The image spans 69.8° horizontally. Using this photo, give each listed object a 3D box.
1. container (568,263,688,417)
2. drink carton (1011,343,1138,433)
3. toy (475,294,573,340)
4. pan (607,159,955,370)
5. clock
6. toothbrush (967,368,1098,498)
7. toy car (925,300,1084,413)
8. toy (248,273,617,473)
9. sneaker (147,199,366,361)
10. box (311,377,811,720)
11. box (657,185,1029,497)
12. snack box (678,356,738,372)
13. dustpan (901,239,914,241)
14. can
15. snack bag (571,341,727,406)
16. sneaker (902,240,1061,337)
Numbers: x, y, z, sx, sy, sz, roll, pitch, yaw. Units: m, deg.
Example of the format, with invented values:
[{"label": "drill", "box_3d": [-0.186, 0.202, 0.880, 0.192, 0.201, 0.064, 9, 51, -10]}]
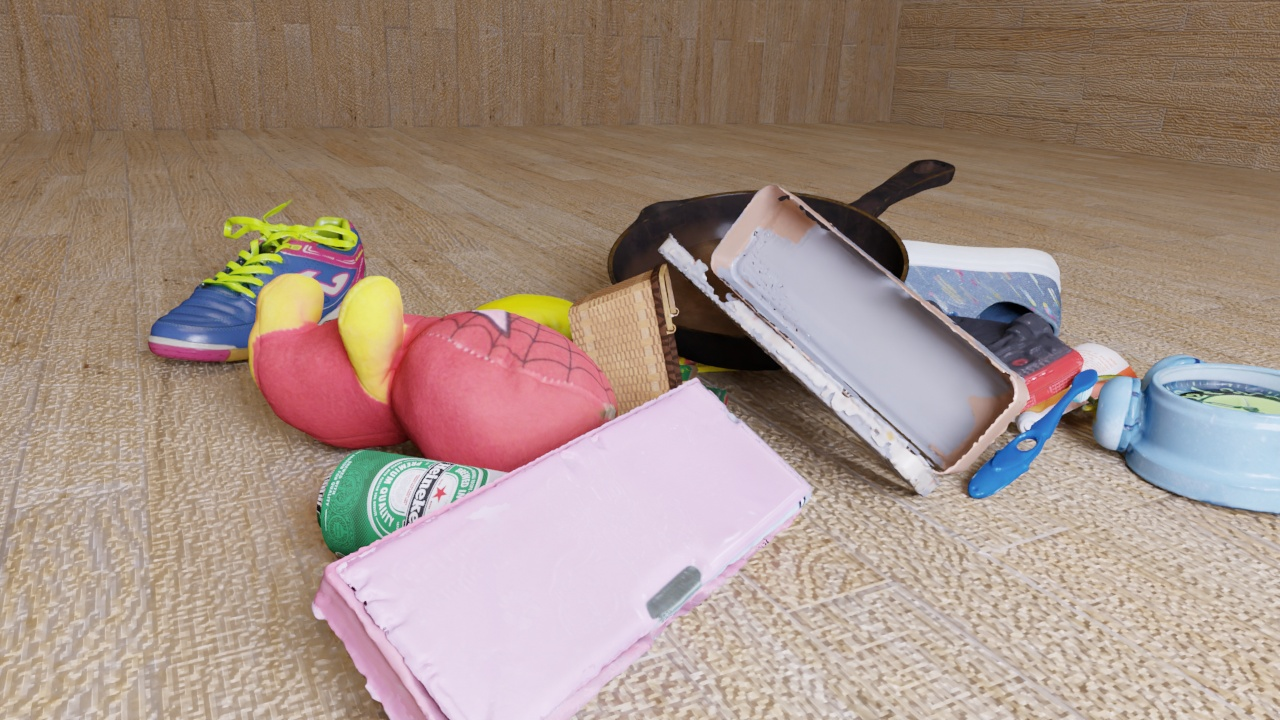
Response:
[{"label": "container", "box_3d": [-0.003, 0.003, 0.562, 0.061, 0.114, 0.063, -9, 12, 6]}, {"label": "drink carton", "box_3d": [0.288, 0.023, 0.652, 0.122, 0.039, 0.069, -17, 20, -27]}, {"label": "toy", "box_3d": [-0.092, -0.034, 0.757, 0.095, 0.041, 0.094, 0, 15, -6]}, {"label": "pan", "box_3d": [0.139, -0.091, 0.749, 0.355, 0.043, 0.249, -28, 42, -29]}, {"label": "clock", "box_3d": [0.349, 0.040, 0.564, 0.117, 0.060, 0.162, -14, 21, -35]}, {"label": "toothbrush", "box_3d": [0.237, 0.045, 0.552, 0.132, 0.016, 0.021, -36, 43, -25]}, {"label": "toy car", "box_3d": [0.216, -0.001, 0.655, 0.081, 0.056, 0.189, -23, 18, -16]}, {"label": "toy", "box_3d": [-0.113, 0.017, 0.514, 0.216, 0.098, 0.147, 13, -10, 26]}, {"label": "sneaker", "box_3d": [-0.311, -0.068, 0.755, 0.116, 0.091, 0.241, 9, 21, 11]}, {"label": "box", "box_3d": [-0.014, 0.074, 0.384, 0.232, 0.046, 0.098, -22, 70, -50]}, {"label": "box", "box_3d": [0.122, -0.023, 0.557, 0.107, 0.095, 0.216, -41, 61, -4]}, {"label": "snack box", "box_3d": [0.065, -0.016, 0.742, 0.152, 0.025, 0.075, -3, 21, -13]}, {"label": "dustpan", "box_3d": [0.209, -0.108, 0.946, 0.246, 0.059, 0.256, 18, 21, 38]}, {"label": "can", "box_3d": [-0.098, 0.073, 0.428, 0.101, 0.053, 0.053, 7, 20, 16]}, {"label": "snack bag", "box_3d": [-0.015, 0.012, 0.645, 0.155, 0.044, 0.087, 11, 26, 11]}, {"label": "sneaker", "box_3d": [0.250, -0.049, 0.792, 0.235, 0.088, 0.079, -2, 51, 2]}]
